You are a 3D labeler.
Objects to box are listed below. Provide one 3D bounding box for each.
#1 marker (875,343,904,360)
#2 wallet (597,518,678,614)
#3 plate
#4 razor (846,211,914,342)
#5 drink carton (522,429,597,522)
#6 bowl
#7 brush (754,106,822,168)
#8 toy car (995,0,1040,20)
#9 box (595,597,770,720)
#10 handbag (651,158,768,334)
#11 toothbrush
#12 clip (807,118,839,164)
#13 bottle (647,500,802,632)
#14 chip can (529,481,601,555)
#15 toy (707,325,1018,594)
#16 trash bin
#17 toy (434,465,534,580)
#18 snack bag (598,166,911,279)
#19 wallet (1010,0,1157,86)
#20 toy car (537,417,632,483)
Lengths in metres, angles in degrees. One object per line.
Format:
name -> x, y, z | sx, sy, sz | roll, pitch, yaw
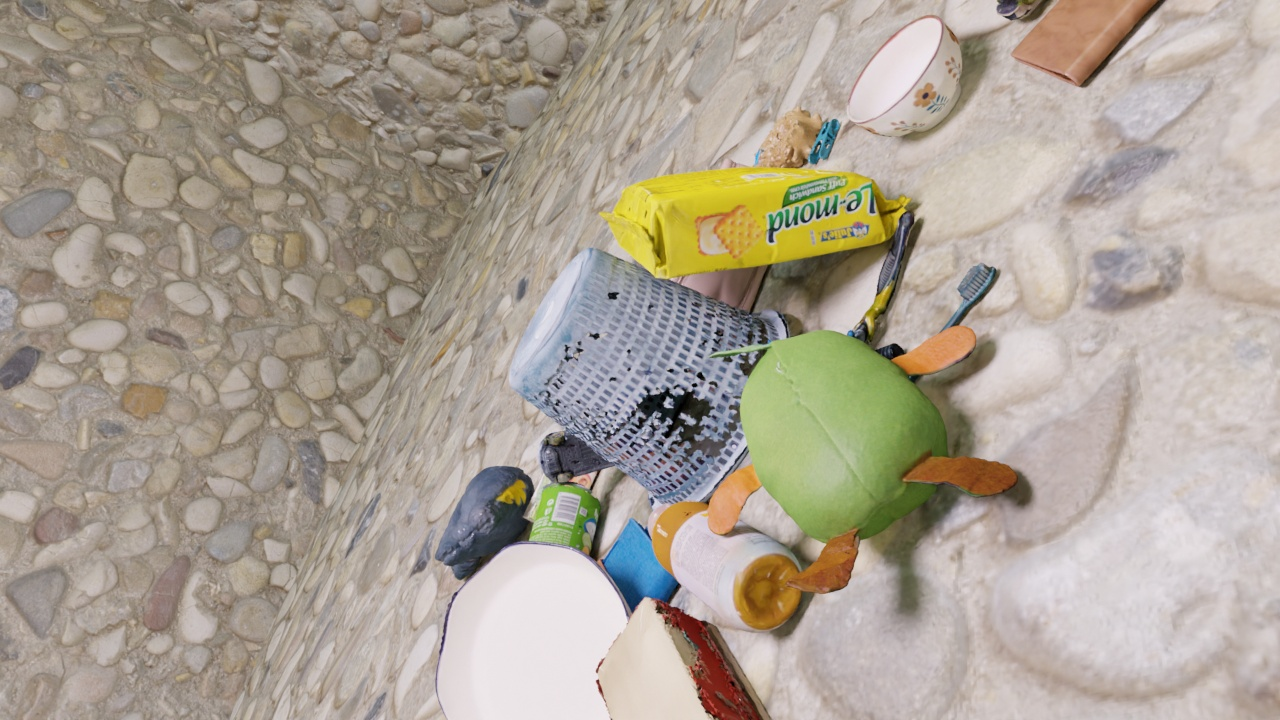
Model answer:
marker -> 0.160, 0.012, 0.745 | 0.022, 0.018, 0.131 | -49, 13, -34
wallet -> -0.019, 0.221, 0.842 | 0.133, 0.040, 0.106 | -57, 25, 2
plate -> -0.087, 0.262, 0.801 | 0.205, 0.045, 0.204 | -12, 67, 28
razor -> 0.199, -0.062, 0.754 | 0.142, 0.022, 0.043 | -63, -11, -16
drink carton -> -0.088, 0.142, 1.085 | 0.122, 0.053, 0.046 | -65, 17, -17
bowl -> 0.251, -0.250, 0.839 | 0.114, 0.062, 0.113 | -49, 23, 29
brush -> 0.117, -0.213, 1.108 | 0.255, 0.046, 0.083 | -33, 35, 38
toy car -> 0.342, -0.330, 0.781 | 0.090, 0.035, 0.042 | -55, 19, 12
box -> 0.024, 0.243, 0.649 | 0.091, 0.079, 0.168 | -57, 21, 6
handbag -> 0.064, -0.110, 1.067 | 0.193, 0.093, 0.235 | -65, 14, -18
toothbrush -> 0.195, 0.008, 0.671 | 0.192, 0.018, 0.016 | -54, 21, 11
clip -> 0.202, -0.241, 1.009 | 0.041, 0.014, 0.056 | -12, 49, 62
bottle -> 0.056, 0.151, 0.718 | 0.068, 0.068, 0.190 | -61, 21, -6
chip can -> -0.095, 0.239, 0.939 | 0.072, 0.072, 0.235 | -39, 28, 42
toy -> 0.135, 0.052, 0.628 | 0.227, 0.090, 0.246 | -36, 31, 9
trash bin -> -0.005, 0.005, 0.856 | 0.227, 0.195, 0.226 | -53, 17, 23
toy -> -0.192, 0.201, 1.158 | 0.137, 0.091, 0.357 | -56, 1, -29
snack bag -> 0.097, -0.134, 0.826 | 0.158, 0.246, 0.068 | -127, 30, -68
wallet -> 0.346, -0.265, 0.707 | 0.101, 0.020, 0.115 | -50, 19, 18
toy car -> -0.053, 0.093, 0.996 | 0.120, 0.054, 0.037 | -16, 14, -13
